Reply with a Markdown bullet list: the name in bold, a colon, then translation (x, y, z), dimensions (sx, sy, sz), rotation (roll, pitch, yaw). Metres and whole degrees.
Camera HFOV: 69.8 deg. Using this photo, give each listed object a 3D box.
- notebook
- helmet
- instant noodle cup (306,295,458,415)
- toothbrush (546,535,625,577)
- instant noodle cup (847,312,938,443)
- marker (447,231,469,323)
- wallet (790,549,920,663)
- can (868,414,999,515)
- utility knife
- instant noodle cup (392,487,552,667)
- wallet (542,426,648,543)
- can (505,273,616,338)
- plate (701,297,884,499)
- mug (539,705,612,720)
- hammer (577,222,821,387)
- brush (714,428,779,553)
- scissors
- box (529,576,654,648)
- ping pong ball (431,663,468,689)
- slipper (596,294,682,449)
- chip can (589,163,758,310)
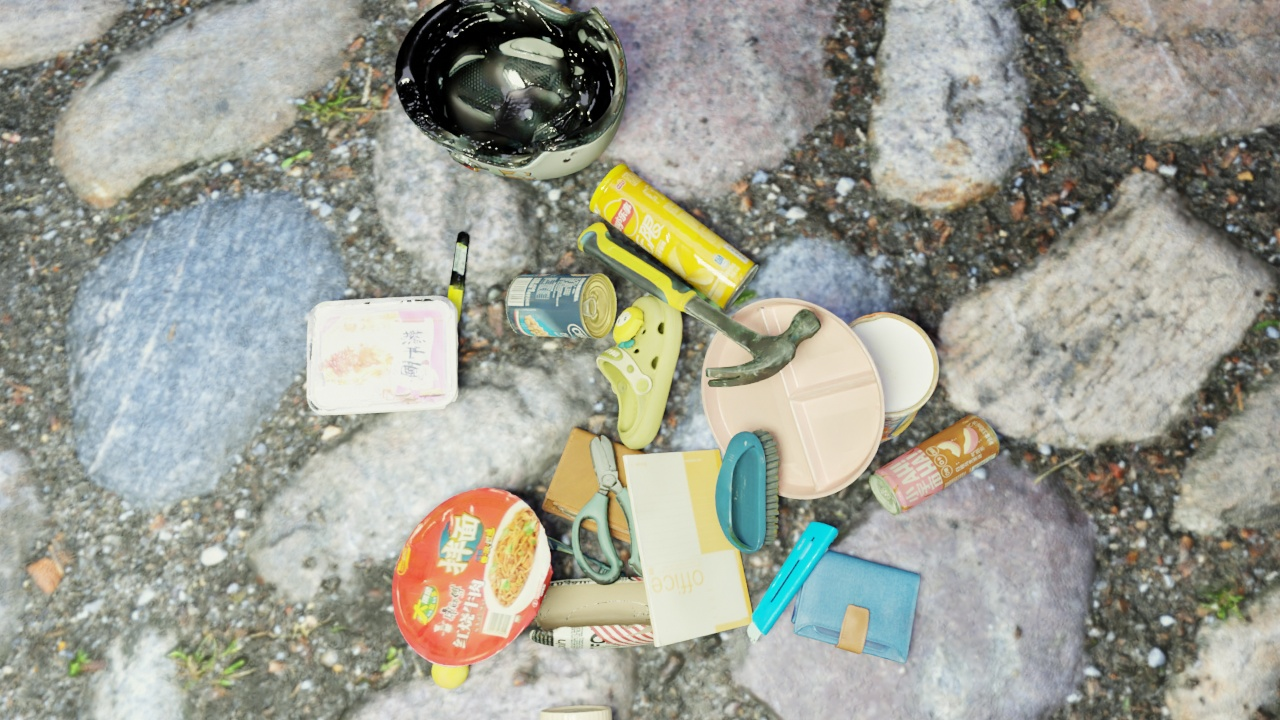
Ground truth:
- **notebook**: translation (0.055, 0.204, 1.032), dimensions (0.145, 0.010, 0.206), rotation (1, 73, -38)
- **helmet**: translation (-0.142, -0.318, 1.118), dimensions (0.274, 0.157, 0.229), rotation (10, 78, 12)
- **instant noodle cup**: translation (-0.300, -0.002, 1.088), dimensions (0.173, 0.060, 0.138), rotation (-3, 77, -3)
- **toothbrush**: translation (-0.107, 0.214, 1.064), dimensions (0.191, 0.016, 0.018), rotation (23, 88, 4)
- **instant noodle cup**: translation (0.270, 0.017, 1.069), dimensions (0.151, 0.111, 0.151), rotation (0, 76, -1)
- **marker**: translation (-0.226, -0.103, 1.138), dimensions (0.018, 0.015, 0.124), rotation (4, 74, -1)
- **wallet**: translation (0.245, 0.278, 1.046), dimensions (0.133, 0.040, 0.106), rotation (15, 73, 4)
- **can**: translation (0.344, 0.122, 1.073), dimensions (0.147, 0.058, 0.058), rotation (-29, 79, -8)
- **utility knife**: translation (0.168, 0.251, 1.040), dimensions (0.034, 0.018, 0.159), rotation (32, 85, 35)
- **instant noodle cup**: translation (-0.173, 0.241, 1.005), dimensions (0.194, 0.066, 0.193), rotation (-12, 59, 20)
- **wallet**: translation (-0.036, 0.148, 1.073), dimensions (0.132, 0.031, 0.107), rotation (19, 73, 3)
- **can**: translation (-0.094, -0.065, 1.079), dimensions (0.111, 0.075, 0.075), rotation (3, 74, 30)
- **plate**: translation (0.170, 0.042, 1.033), dimensions (0.028, 0.230, 0.229), rotation (-18, 73, -51)
- **mug**: translation (-0.055, 0.429, 0.987), dimensions (0.114, 0.082, 0.105), rotation (6, 73, -28)
- **hammer**: translation (0.040, -0.074, 1.038), dimensions (0.126, 0.032, 0.323), rotation (-42, 53, -17)
- **brush**: translation (0.117, 0.150, 1.035), dimensions (0.073, 0.055, 0.144), rotation (-12, 106, -36)
- **scissors**: translation (-0.010, 0.164, 1.044), dimensions (0.130, 0.019, 0.185), rotation (8, 73, -4)
- **box**: translation (-0.042, 0.278, 1.027), dimensions (0.163, 0.076, 0.087), rotation (-4, 62, -2)
- **ping pong ball**: translation (-0.211, 0.343, 1.018), dimensions (0.040, 0.040, 0.040), rotation (0, 77, -1)
- **slipper**: translation (-0.006, 0.006, 1.069), dimensions (0.081, 0.092, 0.190), rotation (14, 80, -25)
- **chip can**: translation (0.041, -0.152, 1.125), dimensions (0.213, 0.072, 0.072), rotation (37, 78, 7)
